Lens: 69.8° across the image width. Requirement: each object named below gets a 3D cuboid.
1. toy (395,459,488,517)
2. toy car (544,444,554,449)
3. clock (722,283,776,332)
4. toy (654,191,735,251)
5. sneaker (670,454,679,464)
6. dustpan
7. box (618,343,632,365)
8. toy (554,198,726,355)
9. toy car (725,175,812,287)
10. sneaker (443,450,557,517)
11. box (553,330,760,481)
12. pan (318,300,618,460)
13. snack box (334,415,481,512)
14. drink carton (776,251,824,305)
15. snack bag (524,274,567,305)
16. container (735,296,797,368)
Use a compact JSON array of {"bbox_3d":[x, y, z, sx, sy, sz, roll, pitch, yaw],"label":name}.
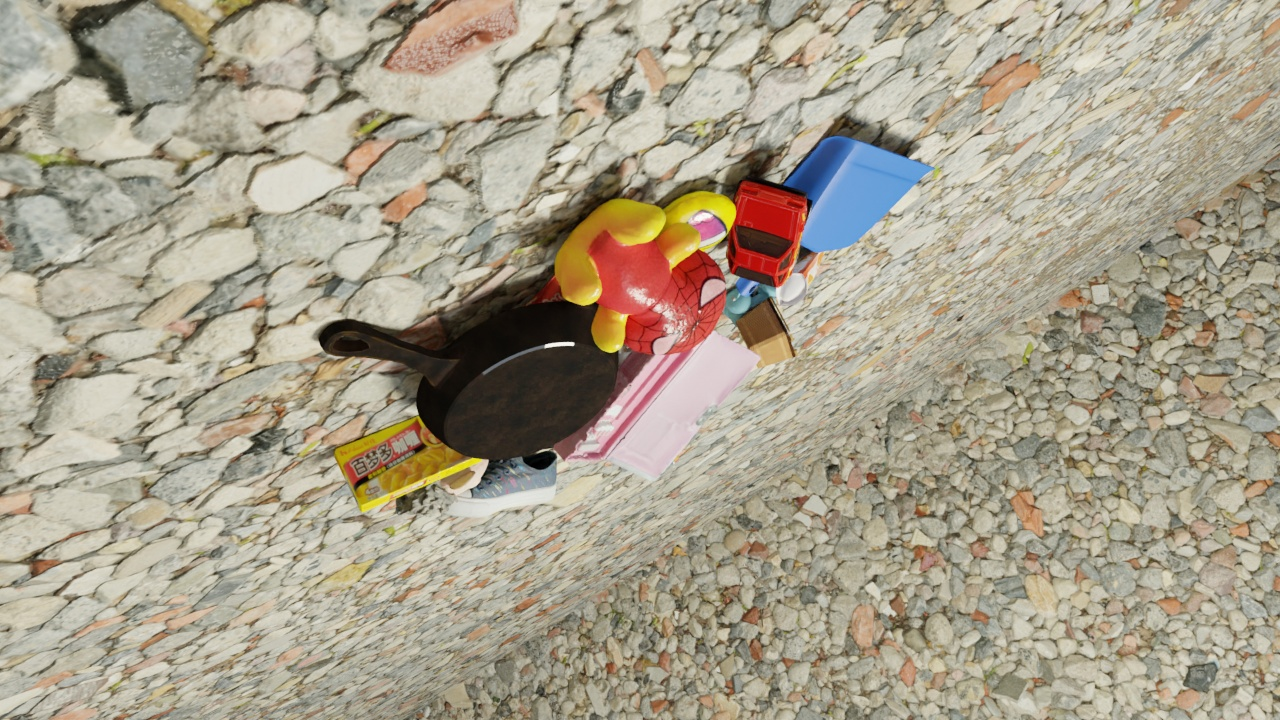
[{"bbox_3d":[-0.235,0.133,1.144,0.175,0.076,0.133,-41,-149,-22],"label":"toy"},{"bbox_3d":[-0.111,0.102,1.342,0.091,0.036,0.042,-30,162,-4],"label":"toy car"},{"bbox_3d":[0.154,-0.088,1.273,0.087,0.042,0.123,-26,156,-15],"label":"clock"},{"bbox_3d":[0.054,-0.143,0.959,0.095,0.041,0.094,-18,156,-8],"label":"toy"},{"bbox_3d":[-0.036,0.095,1.287,0.091,0.116,0.241,-41,133,8],"label":"sneaker"},{"bbox_3d":[0.216,-0.166,1.130,0.245,0.059,0.258,-5,139,-53],"label":"dustpan"},{"bbox_3d":[-0.018,0.010,1.166,0.215,0.094,0.107,-2,111,-55],"label":"box"},{"bbox_3d":[0.007,-0.076,0.918,0.148,0.098,0.216,-39,145,10],"label":"toy"},{"bbox_3d":[0.139,-0.139,1.021,0.189,0.081,0.056,87,22,-68],"label":"toy car"},{"bbox_3d":[-0.211,0.170,1.335,0.235,0.087,0.079,-1,110,-51],"label":"sneaker"},{"bbox_3d":[0.017,0.045,1.134,0.179,0.059,0.233,20,118,-44],"label":"box"},{"bbox_3d":[-0.161,0.021,0.931,0.249,0.043,0.355,-44,146,23],"label":"pan"},{"bbox_3d":[-0.265,0.109,1.057,0.152,0.075,0.025,-23,162,-24],"label":"snack box"},{"bbox_3d":[0.227,-0.124,1.256,0.121,0.039,0.069,-48,173,-46],"label":"drink carton"},{"bbox_3d":[-0.081,-0.067,0.965,0.155,0.044,0.087,-43,150,16],"label":"snack bag"},{"bbox_3d":[0.176,-0.034,1.280,0.061,0.063,0.114,-27,159,6],"label":"container"}]
